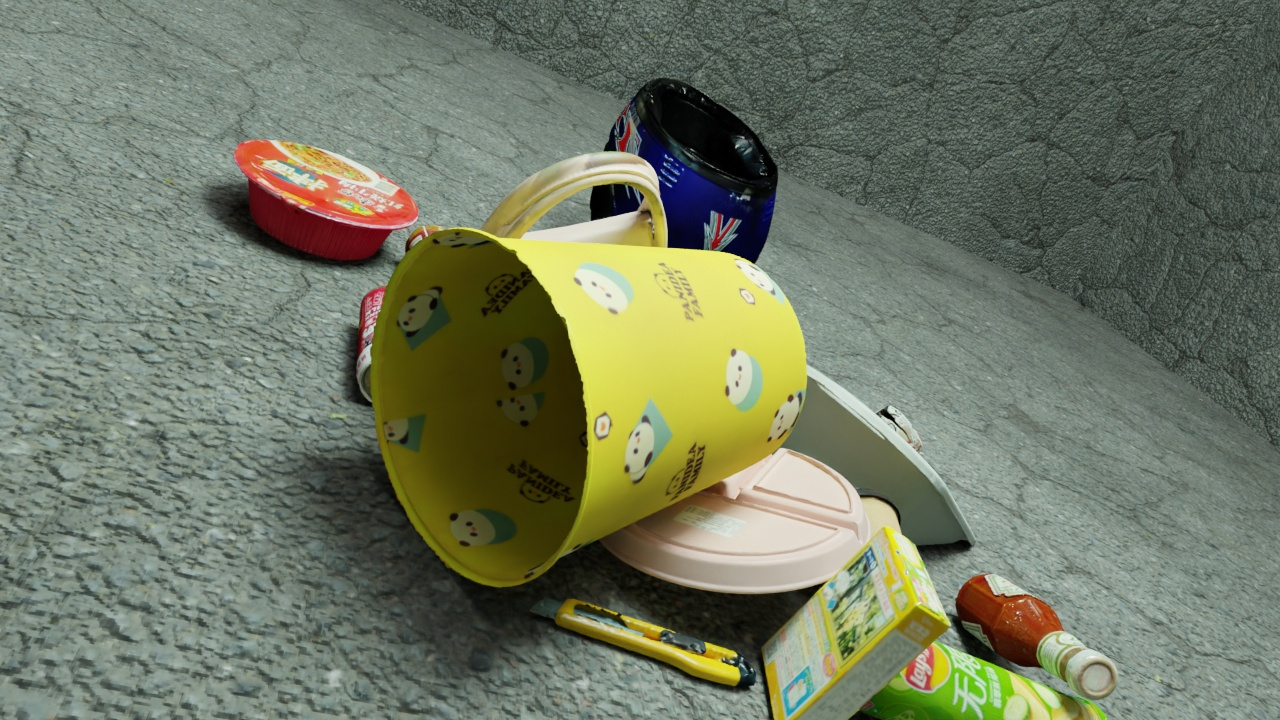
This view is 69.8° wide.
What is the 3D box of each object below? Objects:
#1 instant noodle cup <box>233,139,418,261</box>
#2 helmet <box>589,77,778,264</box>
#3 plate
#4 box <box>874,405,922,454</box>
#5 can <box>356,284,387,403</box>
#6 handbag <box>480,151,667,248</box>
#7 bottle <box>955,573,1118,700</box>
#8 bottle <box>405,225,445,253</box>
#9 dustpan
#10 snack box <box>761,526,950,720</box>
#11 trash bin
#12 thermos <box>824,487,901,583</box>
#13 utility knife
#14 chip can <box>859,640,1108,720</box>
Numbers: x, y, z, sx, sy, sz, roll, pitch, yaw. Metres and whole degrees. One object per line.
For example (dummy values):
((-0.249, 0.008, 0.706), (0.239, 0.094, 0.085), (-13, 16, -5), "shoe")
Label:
((-0.339, -0.165, 0.981), (0.194, 0.066, 0.193), (22, 24, -10), "instant noodle cup")
((0.045, -0.219, 1.277), (0.247, 0.241, 0.315), (14, 36, -25), "helmet")
((0.072, 0.115, 0.750), (0.229, 0.028, 0.229), (2, 20, -1), "plate")
((0.286, 0.083, 1.039), (0.164, 0.051, 0.068), (60, 5, -83), "box")
((-0.218, -0.015, 0.798), (0.053, 0.053, 0.132), (16, 24, -23), "can")
((-0.062, -0.090, 0.751), (0.193, 0.235, 0.093), (-18, 73, -22), "handbag")
((0.326, 0.228, 0.763), (0.060, 0.060, 0.206), (26, -1, -2), "bottle")
((-0.204, -0.081, 0.954), (0.057, 0.058, 0.175), (13, 26, -30), "bottle")
((0.253, 0.090, 0.975), (0.257, 0.143, 0.222), (-1, 35, -46), "dustpan")
((0.142, 0.190, 0.628), (0.033, 0.141, 0.086), (32, 21, -14), "snack box")
((-0.025, 0.015, 0.670), (0.254, 0.230, 0.229), (-11, 42, -45), "trash bin")
((0.194, 0.180, 0.786), (0.093, 0.093, 0.143), (18, 31, -21), "thermos")
((0.004, 0.193, 0.635), (0.171, 0.015, 0.033), (21, 20, -12), "utility knife")
((0.243, 0.255, 0.685), (0.221, 0.073, 0.072), (23, 23, -8), "chip can")
